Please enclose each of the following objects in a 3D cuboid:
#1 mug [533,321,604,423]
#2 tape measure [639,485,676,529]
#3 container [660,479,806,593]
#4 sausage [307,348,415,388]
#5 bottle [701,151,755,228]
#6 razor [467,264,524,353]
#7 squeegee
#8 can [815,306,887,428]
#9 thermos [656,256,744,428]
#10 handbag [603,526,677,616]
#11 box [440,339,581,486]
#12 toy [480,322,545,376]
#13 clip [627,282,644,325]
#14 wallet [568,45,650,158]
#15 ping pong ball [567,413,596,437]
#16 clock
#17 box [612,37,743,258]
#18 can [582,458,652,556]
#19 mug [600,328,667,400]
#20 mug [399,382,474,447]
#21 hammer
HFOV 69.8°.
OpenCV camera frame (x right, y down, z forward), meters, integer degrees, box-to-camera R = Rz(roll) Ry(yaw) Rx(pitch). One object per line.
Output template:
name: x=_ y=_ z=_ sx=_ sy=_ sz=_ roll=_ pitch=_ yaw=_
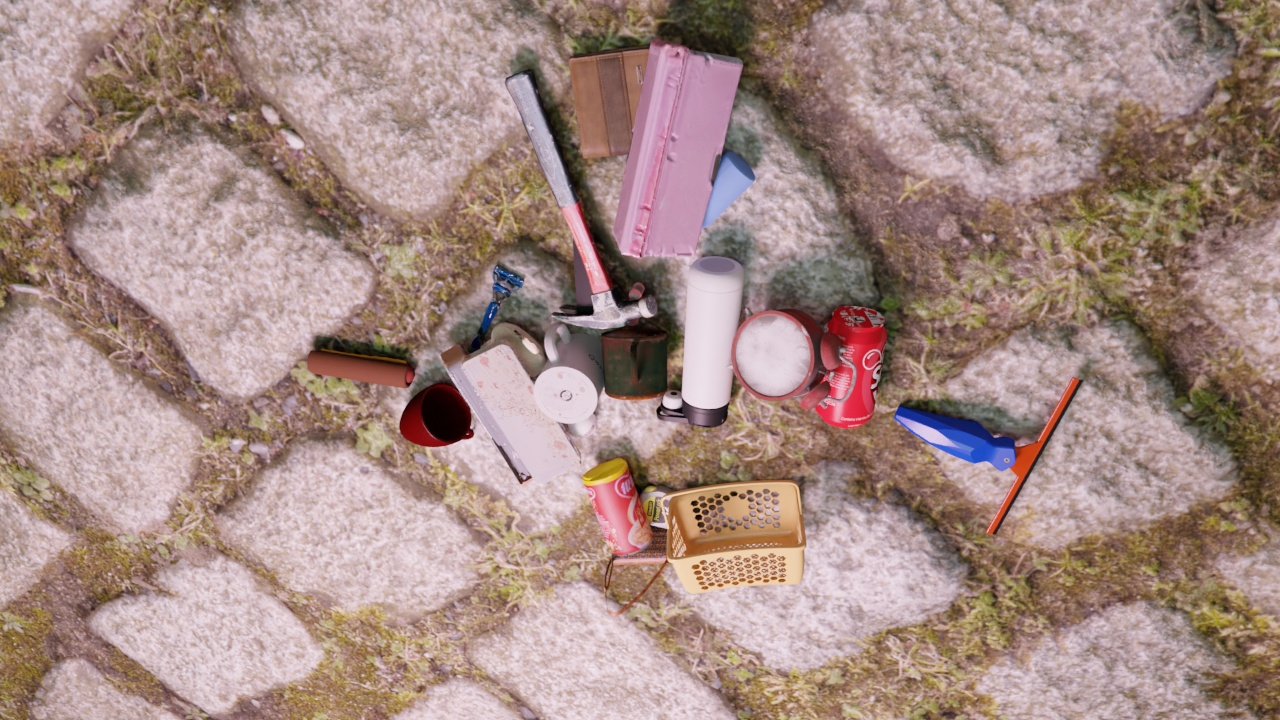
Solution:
mug: x=-0.093 y=0.007 z=1.198 sx=0.083 sy=0.096 sz=0.120 roll=-13 pitch=114 yaw=17
tape measure: x=0.030 y=0.212 z=1.329 sx=0.065 sy=0.016 sz=0.064 roll=10 pitch=119 yaw=6
container: x=0.129 y=0.223 z=1.247 sx=0.183 sy=0.129 sz=0.167 roll=-8 pitch=127 yaw=9
sausage: x=-0.393 y=0.010 z=1.293 sx=0.155 sy=0.040 sz=0.040 roll=9 pitch=119 yaw=6
bottle: x=0.075 y=-0.187 z=1.090 sx=0.048 sy=0.048 sz=0.131 roll=41 pitch=117 yaw=-12
razor: x=-0.200 y=-0.060 z=1.229 sx=0.044 sy=0.018 sz=0.141 roll=27 pitch=119 yaw=-5
squeegee: x=0.416 y=0.101 z=1.174 sx=0.185 sy=0.055 sz=0.250 roll=22 pitch=120 yaw=11
can: x=0.261 y=0.010 z=1.143 sx=0.074 sy=0.074 sz=0.143 roll=6 pitch=119 yaw=8
thermos: x=0.074 y=-0.019 z=1.173 sx=0.101 sy=0.068 sz=0.230 roll=13 pitch=121 yaw=19
handbag: x=-0.006 y=0.301 z=1.282 sx=0.094 sy=0.195 sz=0.043 roll=-6 pitch=110 yaw=16
box: x=-0.174 y=0.065 z=1.250 sx=0.095 sy=0.115 sz=0.217 roll=-33 pitch=115 yaw=-10
toy: x=-0.163 y=-0.014 z=1.225 sx=0.113 sy=0.050 sz=0.087 roll=-28 pitch=110 yaw=41
clip: x=-0.008 y=-0.076 z=1.184 sx=0.023 sy=0.043 sz=0.060 roll=18 pitch=148 yaw=8
wallet: x=-0.028 y=-0.298 z=1.065 sx=0.099 sy=0.026 sz=0.121 roll=-4 pitch=116 yaw=8
ping pong ball: x=-0.081 y=0.086 z=1.270 sx=0.040 sy=0.040 sz=0.040 roll=5 pitch=118 yaw=9
clock: x=0.189 y=0.000 z=1.110 sx=0.157 sy=0.061 sz=0.110 roll=26 pitch=108 yaw=30
box: x=0.044 y=-0.231 z=1.032 sx=0.107 sy=0.099 sz=0.233 roll=8 pitch=111 yaw=-13
can: x=-0.032 y=0.207 z=1.299 sx=0.067 sy=0.066 sz=0.124 roll=-15 pitch=104 yaw=18
mug: x=-0.007 y=0.007 z=1.162 sx=0.085 sy=0.111 sz=0.081 roll=-1 pitch=100 yaw=1
mug: x=-0.290 y=0.090 z=1.301 sx=0.089 sy=0.087 sz=0.114 roll=-21 pitch=141 yaw=39
hammer: x=-0.094 y=-0.188 z=1.121 sx=0.141 sy=0.036 sz=0.326 roll=-9 pitch=112 yaw=32
